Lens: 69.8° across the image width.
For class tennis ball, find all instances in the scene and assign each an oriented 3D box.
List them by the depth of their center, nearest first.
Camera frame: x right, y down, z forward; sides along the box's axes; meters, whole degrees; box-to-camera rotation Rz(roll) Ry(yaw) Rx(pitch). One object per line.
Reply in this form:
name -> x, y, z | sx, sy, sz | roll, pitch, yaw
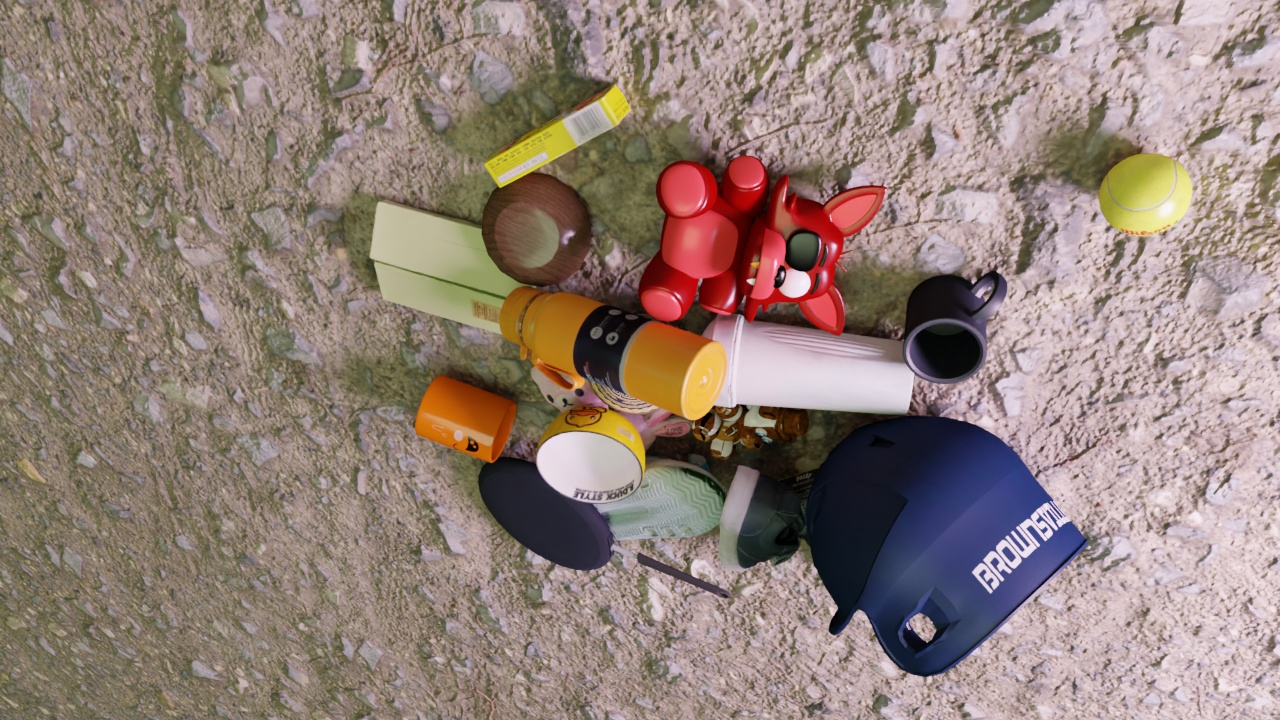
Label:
tennis ball -> 0.402, -0.132, 0.733 | 0.065, 0.065, 0.065 | 10, 127, 13

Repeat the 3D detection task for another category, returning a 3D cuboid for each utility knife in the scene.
utility knife -> 0.083, 0.160, 1.095 | 0.022, 0.015, 0.124 | 2, 129, 34

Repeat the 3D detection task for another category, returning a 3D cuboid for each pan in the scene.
pan -> -0.054, 0.222, 1.129 | 0.357, 0.021, 0.199 | 19, 140, 22

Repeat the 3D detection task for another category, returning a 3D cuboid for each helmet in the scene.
helmet -> 0.268, 0.172, 0.911 | 0.223, 0.231, 0.273 | 47, 145, 23

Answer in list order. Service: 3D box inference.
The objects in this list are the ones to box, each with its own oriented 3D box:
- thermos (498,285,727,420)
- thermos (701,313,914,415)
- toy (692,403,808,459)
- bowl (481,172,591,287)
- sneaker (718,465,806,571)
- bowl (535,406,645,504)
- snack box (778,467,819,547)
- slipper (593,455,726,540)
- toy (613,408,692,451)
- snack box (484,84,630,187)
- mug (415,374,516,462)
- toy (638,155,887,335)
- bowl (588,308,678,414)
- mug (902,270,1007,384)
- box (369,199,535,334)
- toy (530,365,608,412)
thermos -> -0.037, -0.008, 0.886 | 0.233, 0.091, 0.076 | 20, 174, 31
thermos -> 0.154, 0.009, 0.912 | 0.220, 0.099, 0.099 | 7, 127, 10
toy -> 0.121, 0.069, 0.983 | 0.113, 0.067, 0.087 | 3, 151, 33
bowl -> -0.110, -0.128, 0.921 | 0.118, 0.030, 0.118 | 4, 109, 13
sneaker -> 0.137, 0.182, 1.004 | 0.087, 0.089, 0.236 | 17, 159, 13
bowl -> -0.050, 0.093, 0.995 | 0.117, 0.067, 0.117 | 6, 133, 6
snack box -> 0.225, 0.188, 1.057 | 0.080, 0.025, 0.147 | -24, 114, 32
slipper -> 0.005, 0.157, 1.087 | 0.104, 0.074, 0.246 | 48, 142, -16
toy -> 0.002, 0.076, 1.042 | 0.110, 0.047, 0.063 | -23, 123, 28
snack box -> -0.080, -0.210, 0.864 | 0.148, 0.040, 0.029 | -20, 115, 30
mug -> -0.207, 0.075, 1.106 | 0.096, 0.077, 0.113 | 20, 160, 5
toy -> 0.105, -0.102, 0.835 | 0.197, 0.120, 0.159 | 11, 120, 2
bowl -> -0.006, 0.006, 0.954 | 0.112, 0.061, 0.112 | 1, 101, 6
mug -> 0.289, -0.039, 0.834 | 0.071, 0.077, 0.105 | 36, 128, -8
box -> -0.201, -0.092, 0.995 | 0.188, 0.047, 0.141 | 17, 131, 6
toy -> -0.070, 0.038, 1.031 | 0.099, 0.052, 0.096 | -11, 105, 29
